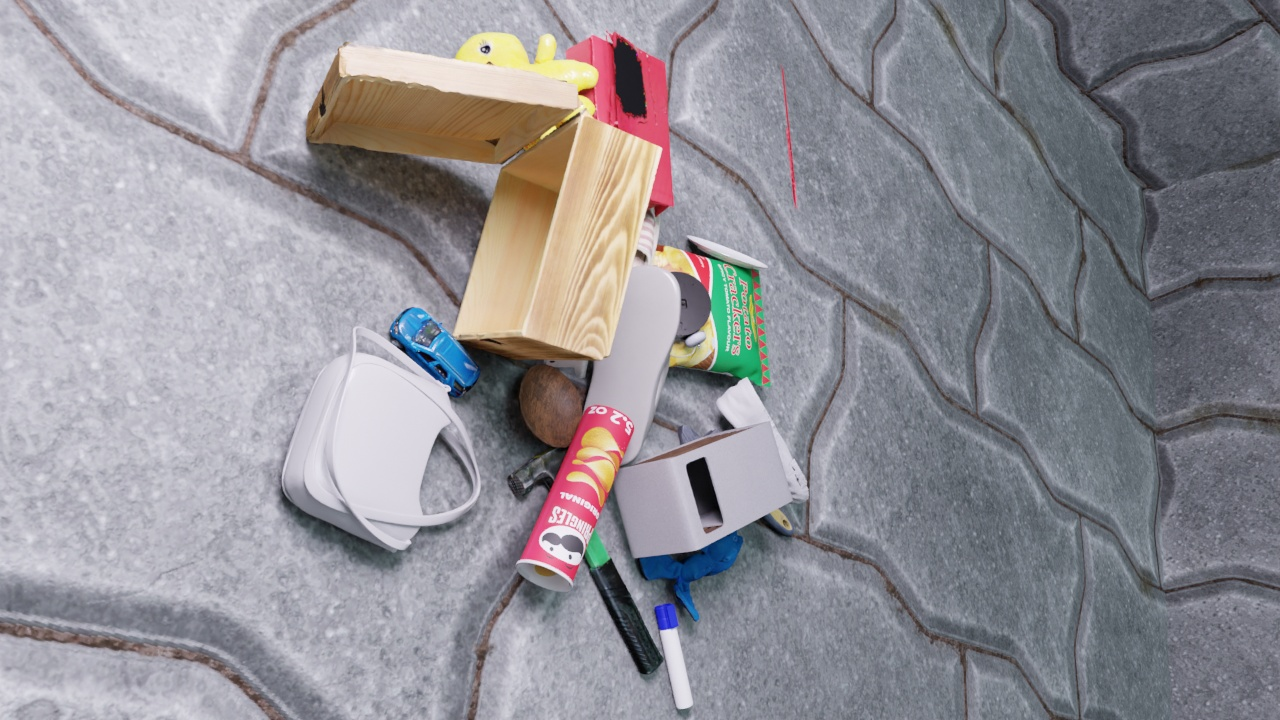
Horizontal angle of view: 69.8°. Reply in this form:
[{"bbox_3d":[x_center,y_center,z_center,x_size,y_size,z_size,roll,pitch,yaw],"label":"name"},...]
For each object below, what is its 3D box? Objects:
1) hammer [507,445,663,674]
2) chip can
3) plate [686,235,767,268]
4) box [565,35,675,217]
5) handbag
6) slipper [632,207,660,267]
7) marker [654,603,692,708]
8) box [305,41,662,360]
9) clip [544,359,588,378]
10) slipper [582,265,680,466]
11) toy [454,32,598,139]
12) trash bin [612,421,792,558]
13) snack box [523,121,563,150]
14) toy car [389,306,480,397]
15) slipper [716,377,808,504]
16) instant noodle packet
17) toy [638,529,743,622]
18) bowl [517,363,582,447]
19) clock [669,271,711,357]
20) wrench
[{"bbox_3d":[-0.051,0.255,1.166,0.129,0.032,0.319,-33,101,-45],"label":"hammer"},{"bbox_3d":[-0.074,0.160,1.098,0.069,0.069,0.220,42,53,-27],"label":"chip can"},{"bbox_3d":[0.133,-0.165,1.425,0.134,0.134,0.011,9,107,-43],"label":"plate"},{"bbox_3d":[-0.050,-0.307,1.260,0.164,0.153,0.213,4,80,-51],"label":"box"},{"bbox_3d":[-0.250,0.092,0.982,0.222,0.096,0.215,33,58,-39],"label":"handbag"},{"bbox_3d":[-0.034,-0.152,1.273,0.115,0.052,0.262,13,68,-10],"label":"slipper"},{"bbox_3d":[0.045,0.391,1.217,0.023,0.027,0.133,-8,82,-42],"label":"marker"},{"bbox_3d":[-0.192,-0.180,0.968,0.334,0.280,0.286,19,82,-23],"label":"box"},{"bbox_3d":[-0.089,-0.008,1.166,0.058,0.102,0.052,25,62,4],"label":"clip"},{"bbox_3d":[-0.007,0.007,1.213,0.080,0.113,0.266,-3,105,-72],"label":"slipper"},{"bbox_3d":[-0.159,-0.344,1.160,0.092,0.208,0.133,26,69,-79],"label":"toy"},{"bbox_3d":[0.085,0.169,1.228,0.228,0.115,0.114,-14,87,-48],"label":"trash bin"},{"bbox_3d":[-0.097,-0.317,1.263,0.061,0.084,0.105,47,50,-23],"label":"snack box"},{"bbox_3d":[-0.234,-0.011,1.061,0.120,0.044,0.056,48,52,-20],"label":"toy car"},{"bbox_3d":[0.192,0.134,1.400,0.247,0.075,0.112,55,23,-31],"label":"slipper"},{"bbox_3d":[0.093,-0.070,1.363,0.252,0.091,0.195,10,68,-35],"label":"instant noodle packet"},{"bbox_3d":[0.088,0.281,1.263,0.175,0.071,0.113,-26,102,-35],"label":"toy"},{"bbox_3d":[-0.119,0.061,1.156,0.102,0.026,0.114,39,41,-28],"label":"bowl"},{"bbox_3d":[0.050,-0.063,1.272,0.094,0.035,0.122,-2,73,-10],"label":"clock"},{"bbox_3d":[0.149,0.183,1.388,0.273,0.022,0.073,46,50,-24],"label":"wrench"}]
